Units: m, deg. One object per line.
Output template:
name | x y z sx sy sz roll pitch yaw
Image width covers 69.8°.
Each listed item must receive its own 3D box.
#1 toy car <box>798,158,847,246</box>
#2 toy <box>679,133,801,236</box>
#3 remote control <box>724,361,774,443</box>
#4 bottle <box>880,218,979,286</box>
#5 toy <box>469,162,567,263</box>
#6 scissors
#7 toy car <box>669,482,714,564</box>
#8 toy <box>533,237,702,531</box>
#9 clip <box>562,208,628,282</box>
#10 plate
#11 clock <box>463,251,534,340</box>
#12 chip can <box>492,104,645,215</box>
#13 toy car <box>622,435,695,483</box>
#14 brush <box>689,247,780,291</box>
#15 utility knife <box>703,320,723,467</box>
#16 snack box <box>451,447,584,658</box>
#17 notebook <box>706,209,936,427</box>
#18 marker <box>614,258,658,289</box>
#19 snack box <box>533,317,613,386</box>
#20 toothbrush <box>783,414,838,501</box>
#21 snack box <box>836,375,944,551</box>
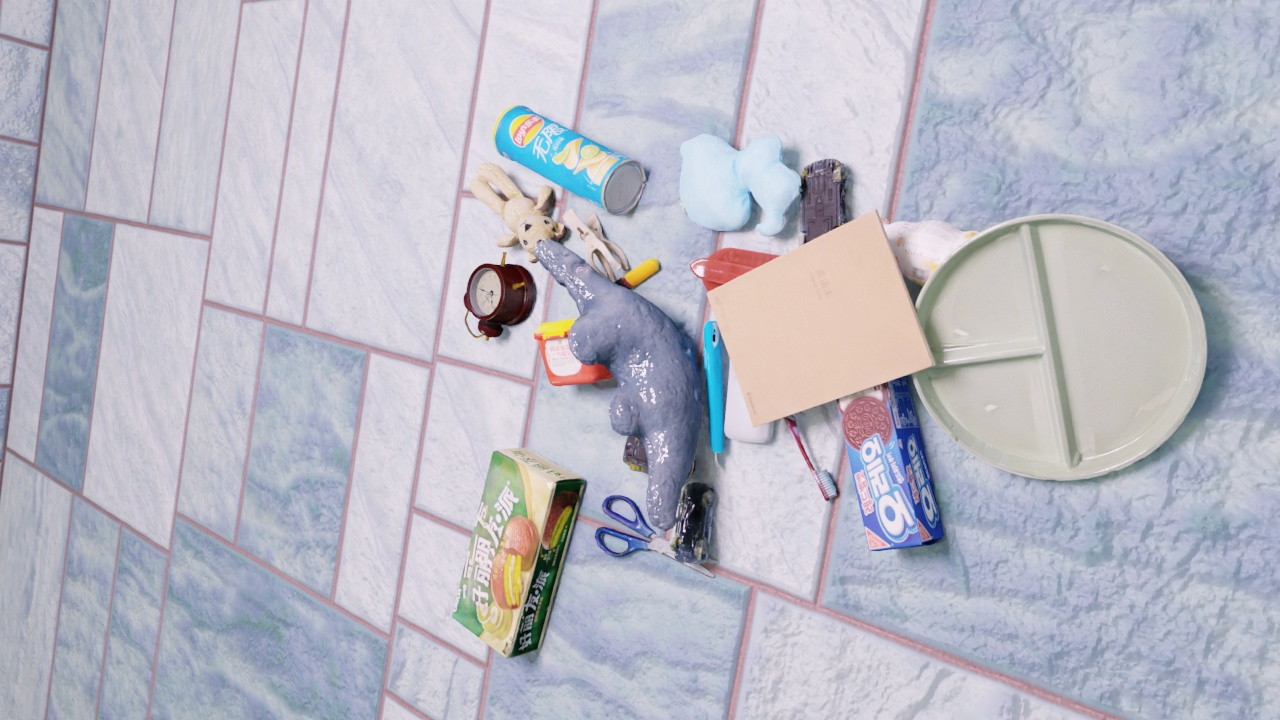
toy car | 0.189 -0.153 0.939 0.049 0.031 0.105 -3 82 41
toy | 0.098 -0.191 0.997 0.157 0.049 0.161 -38 67 39
remote control | 0.122 0.020 0.989 0.056 0.020 0.136 5 91 37
bottle | 0.268 -0.101 0.856 0.108 0.063 0.063 27 104 35
toy | -0.162 -0.195 1.187 0.105 0.066 0.157 -46 69 7
scissors | 0.013 0.221 1.068 0.173 0.012 0.126 49 114 27
toy car | 0.061 0.181 1.018 0.043 0.034 0.090 -5 70 37
toy | -0.006 0.006 1.013 0.356 0.137 0.092 63 151 13
clip | -0.053 -0.141 1.119 0.035 0.070 0.100 -43 71 29
plate | 0.346 -0.010 0.778 0.230 0.027 0.230 9 109 26
clock | -0.193 -0.080 1.211 0.122 0.055 0.082 -47 62 28
chip can | -0.092 -0.249 1.133 0.210 0.071 0.071 34 108 33
toy car | 0.024 0.112 1.050 0.090 0.035 0.042 16 99 31
brush | 0.122 -0.085 0.963 0.146 0.069 0.063 17 97 37
utility knife | 0.081 0.037 1.013 0.018 0.034 0.161 -2 87 -5
snack box | -0.156 0.241 1.163 0.114 0.063 0.240 23 102 37
notebook | 0.164 -0.033 0.881 0.212 0.012 0.149 -25 82 44
marker | -0.025 -0.089 1.109 0.124 0.018 0.015 -32 30 33
snack box | -0.074 -0.012 1.105 0.091 0.081 0.080 -6 94 38
toothbrush | 0.156 0.057 0.948 0.017 0.016 0.187 -27 79 11
snack box | 0.234 0.077 0.878 0.058 0.057 0.207 -19 77 38
